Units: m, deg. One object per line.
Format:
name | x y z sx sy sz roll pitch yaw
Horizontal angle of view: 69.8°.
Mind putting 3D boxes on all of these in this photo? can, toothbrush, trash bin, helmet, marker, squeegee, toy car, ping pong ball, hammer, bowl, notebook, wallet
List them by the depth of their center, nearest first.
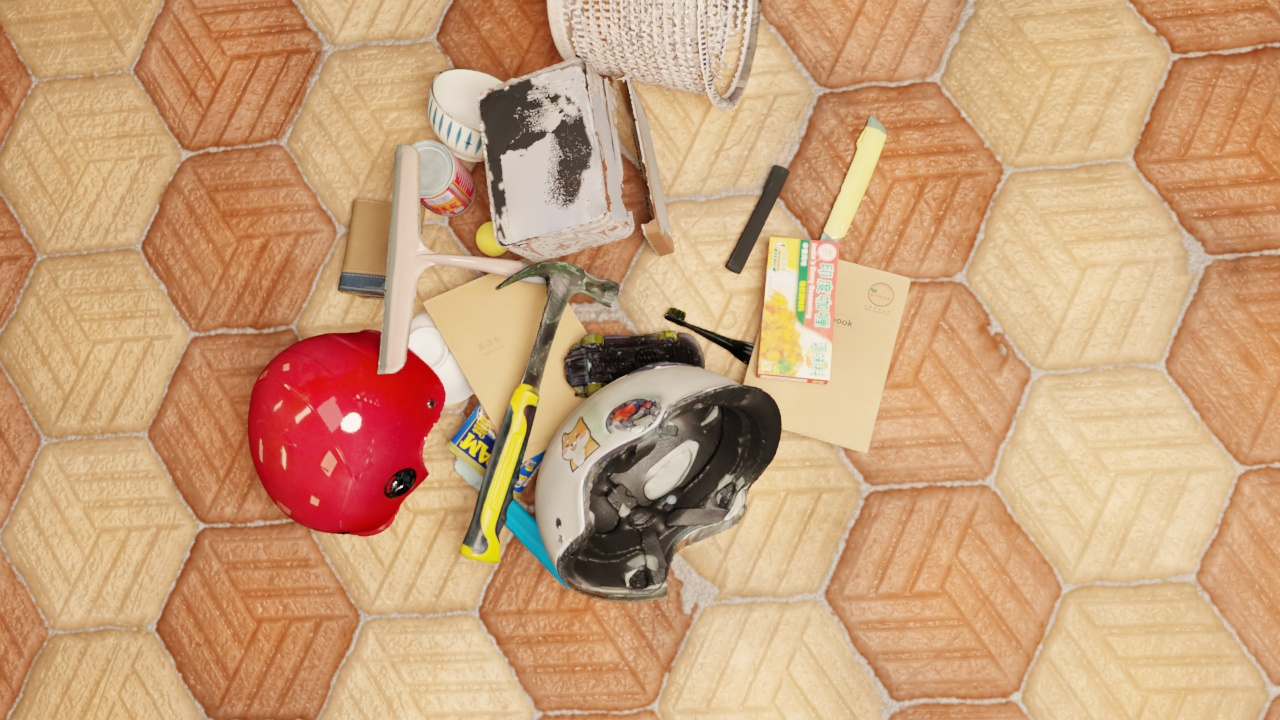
helmet | -0.001 0.106 0.950 0.274 0.230 0.157 -49 49 -2
hammer | -0.125 0.049 0.957 0.126 0.032 0.323 20 82 -19
helmet | -0.338 0.082 0.981 0.207 0.143 0.240 24 101 29
trash bin | 0.013 -0.391 0.992 0.192 0.227 0.227 9 85 19
squeegee | -0.146 -0.098 0.992 0.249 0.040 0.247 7 78 -28
notebook | 0.201 -0.016 1.007 0.148 0.008 0.207 16 76 7
toy car | -0.006 0.006 1.021 0.158 0.042 0.070 -3 71 -10
notebook | -0.126 -0.006 1.022 0.149 0.012 0.211 -27 79 -25
toothbrush | 0.123 -0.008 1.026 0.213 0.026 0.027 26 59 9
can | -0.153 0.091 1.030 0.102 0.057 0.083 36 87 8
marker | 0.133 -0.160 1.041 0.020 0.022 0.132 24 87 44
bowl | -0.234 -0.009 1.044 0.118 0.064 0.118 -1 85 6
can | -0.230 -0.205 1.046 0.066 0.094 0.066 -1 84 6
bowl | -0.191 -0.272 1.053 0.116 0.116 0.066 40 133 8
ping pong ball | -0.170 -0.141 1.061 0.040 0.040 0.040 -1 84 6
wallet | -0.304 -0.130 1.079 0.090 0.033 0.115 6 84 4

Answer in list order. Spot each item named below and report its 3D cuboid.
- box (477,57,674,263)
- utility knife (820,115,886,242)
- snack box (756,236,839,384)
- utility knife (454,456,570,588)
box | -0.055 -0.203 0.996 0.157 0.193 0.183 -11 80 18
utility knife | 0.232 -0.180 1.031 0.031 0.021 0.206 23 79 8
snack box | 0.171 -0.055 0.997 0.077 0.027 0.155 5 78 5
utility knife | -0.138 0.180 1.037 0.204 0.018 0.034 43 92 7
